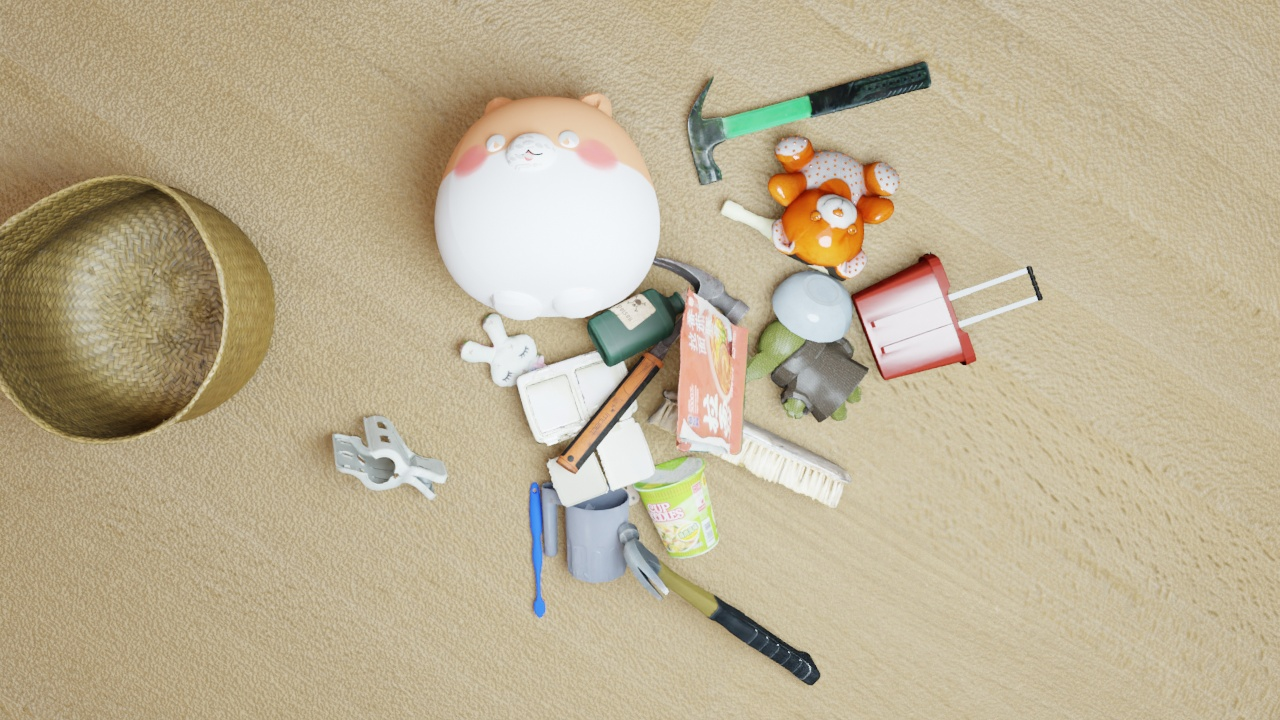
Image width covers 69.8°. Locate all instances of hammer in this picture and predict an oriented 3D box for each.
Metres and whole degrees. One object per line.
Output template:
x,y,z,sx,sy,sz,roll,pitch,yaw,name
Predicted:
0.215,-0.329,1.185,0.319,0.032,0.130,-14,93,1,hammer
0.107,0.323,1.160,0.333,0.118,0.025,38,99,-22,hammer
-0.007,0.007,1.166,0.138,0.035,0.314,39,77,0,hammer

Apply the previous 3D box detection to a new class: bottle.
0.190,-0.161,1.187,0.184,0.045,0.045,25,94,-1,bottle
0.005,-0.049,1.128,0.131,0.061,0.061,-28,81,-10,bottle

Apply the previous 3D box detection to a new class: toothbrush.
-0.139,0.255,1.238,0.016,0.018,0.182,-2,91,1,toothbrush

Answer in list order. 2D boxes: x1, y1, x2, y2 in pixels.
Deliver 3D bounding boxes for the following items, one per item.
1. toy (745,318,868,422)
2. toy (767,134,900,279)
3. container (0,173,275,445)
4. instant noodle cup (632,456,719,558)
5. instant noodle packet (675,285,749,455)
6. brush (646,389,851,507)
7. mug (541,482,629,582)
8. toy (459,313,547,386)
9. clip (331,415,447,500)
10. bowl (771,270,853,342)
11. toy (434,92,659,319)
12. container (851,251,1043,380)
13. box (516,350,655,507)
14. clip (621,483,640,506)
0.218,0.009,1.181,0.153,0.078,0.179,42,67,3,toy
0.232,-0.192,1.134,0.163,0.093,0.172,18,63,-6,toy
-0.614,-0.060,1.134,0.307,0.196,0.307,0,92,1,container
0.053,0.194,1.194,0.099,0.099,0.108,-18,101,2,instant noodle cup
0.064,0.017,1.039,0.084,0.221,0.164,3,80,15,instant noodle packet
0.142,0.112,1.188,0.271,0.083,0.056,24,93,-1,brush
-0.075,0.220,1.199,0.124,0.083,0.104,8,108,25,mug
-0.172,-0.005,1.208,0.122,0.038,0.079,33,84,-6,toy
-0.317,0.119,1.183,0.152,0.126,0.096,15,103,-23,clip
0.223,-0.076,1.162,0.106,0.039,0.106,8,50,-11,bowl
-0.109,-0.186,1.086,0.263,0.266,0.280,-2,76,3,toy
0.381,-0.064,1.150,0.201,0.127,0.148,-21,93,12,container
-0.067,0.083,1.178,0.143,0.050,0.184,-19,85,-8,box
-0.021,0.167,1.216,0.024,0.041,0.061,-35,98,1,clip
